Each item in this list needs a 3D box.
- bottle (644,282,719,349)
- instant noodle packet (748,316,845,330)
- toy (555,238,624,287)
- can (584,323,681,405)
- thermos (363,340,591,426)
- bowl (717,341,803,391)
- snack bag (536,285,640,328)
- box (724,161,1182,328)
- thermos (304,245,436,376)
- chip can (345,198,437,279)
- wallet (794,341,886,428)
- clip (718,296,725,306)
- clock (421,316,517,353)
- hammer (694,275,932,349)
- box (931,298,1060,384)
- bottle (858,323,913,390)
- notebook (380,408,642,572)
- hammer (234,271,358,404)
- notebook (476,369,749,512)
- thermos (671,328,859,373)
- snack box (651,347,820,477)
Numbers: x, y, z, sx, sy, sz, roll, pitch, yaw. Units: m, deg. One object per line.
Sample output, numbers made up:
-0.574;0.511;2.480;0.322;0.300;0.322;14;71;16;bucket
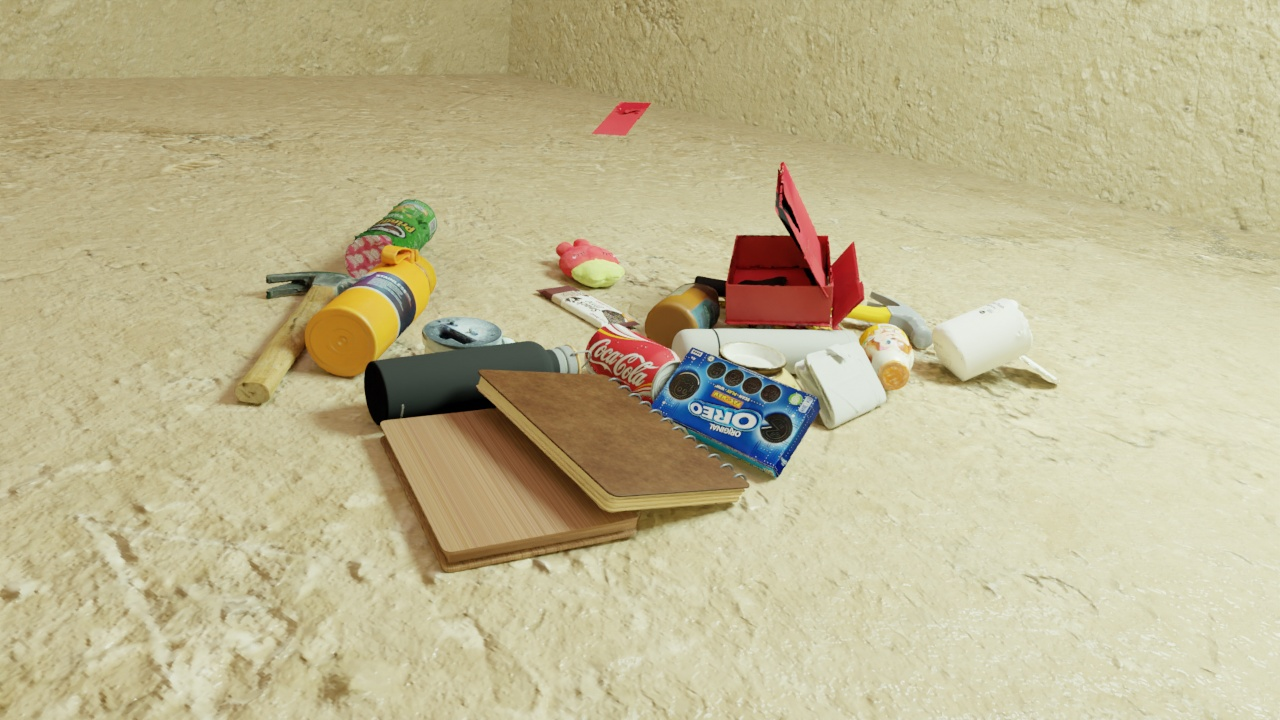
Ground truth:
0.062;-0.060;1.149;0.068;0.068;0.156;15;24;17;bottle
0.198;-0.038;1.180;0.135;0.040;0.098;6;16;-1;instant noodle packet
-0.075;-0.143;1.331;0.091;0.045;0.135;-2;30;-27;toy
-0.006;0.006;0.973;0.064;0.064;0.105;-15;31;-42;can
-0.150;0.016;0.906;0.230;0.061;0.061;-9;28;-34;thermos
0.115;0.022;0.974;0.145;0.063;0.145;7;23;-3;bowl
-0.071;-0.071;1.204;0.056;0.013;0.158;-13;30;-37;snack bag
0.343;-0.169;1.120;0.512;0.141;0.214;-14;21;17;box
-0.286;-0.066;1.022;0.076;0.092;0.232;34;21;-8;thermos
-0.339;-0.167;1.270;0.075;0.075;0.223;7;23;-2;chip can
0.223;0.023;1.002;0.116;0.032;0.086;-20;78;-48;wallet
0.126;-0.086;1.285;0.049;0.044;0.053;42;34;13;clip
-0.178;-0.013;0.972;0.083;0.057;0.117;24;27;35;clock
0.232;-0.078;1.263;0.323;0.029;0.127;10;25;-6;hammer
0.449;-0.006;1.154;0.137;0.143;0.083;-24;22;1;box
0.292;-0.001;1.087;0.063;0.063;0.109;9;23;3;bottle
-0.113;0.096;0.778;0.168;0.022;0.210;-5;26;-27;notebook
-0.375;-0.036;1.000;0.132;0.033;0.330;6;23;-7;hammer
-0.026;0.067;0.823;0.167;0.024;0.225;3;22;-41;notebook
0.147;-0.011;1.076;0.224;0.052;0.052;0;24;-17;thermos
0.089;0.048;0.893;0.150;0.027;0.082;22;68;34;snack box
